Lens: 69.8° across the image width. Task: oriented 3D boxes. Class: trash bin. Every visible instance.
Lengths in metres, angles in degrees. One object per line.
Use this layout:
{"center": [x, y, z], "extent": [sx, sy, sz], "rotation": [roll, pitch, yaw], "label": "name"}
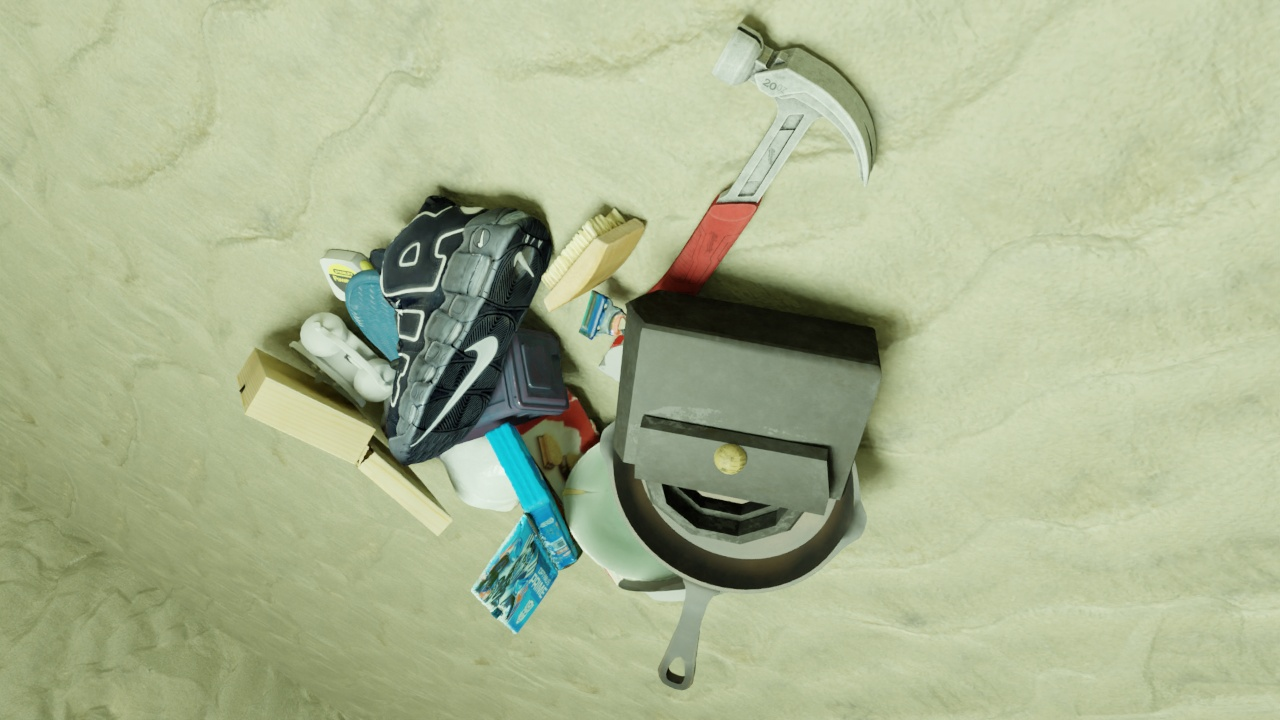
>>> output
{"center": [-0.159, 0.029, 0.907], "extent": [0.161, 0.093, 0.092], "rotation": [-19, 164, 31], "label": "trash bin"}

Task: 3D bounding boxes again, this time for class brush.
{"center": [-0.044, -0.085, 0.778], "extent": [0.039, 0.049, 0.117], "rotation": [56, 142, 3], "label": "brush"}

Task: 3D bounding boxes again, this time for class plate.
{"center": [0.062, 0.241, 1.008], "extent": [0.173, 0.172, 0.019], "rotation": [-12, 86, 41], "label": "plate"}

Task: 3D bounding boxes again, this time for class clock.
{"center": [-0.332, 0.002, 1.020], "extent": [0.120, 0.061, 0.159], "rotation": [45, 162, -18], "label": "clock"}

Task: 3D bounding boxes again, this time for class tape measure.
{"center": [-0.302, -0.086, 0.969], "extent": [0.064, 0.016, 0.065], "rotation": [11, 140, 23], "label": "tape measure"}
{"center": [-0.005, 0.005, 0.878], "extent": [0.060, 0.020, 0.062], "rotation": [31, 143, -3], "label": "tape measure"}

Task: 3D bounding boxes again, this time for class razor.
{"center": [0.016, -0.017, 0.794], "extent": [0.141, 0.018, 0.044], "rotation": [23, 111, 9], "label": "razor"}

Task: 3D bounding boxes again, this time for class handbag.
{"center": [0.074, 0.063, 0.742], "extent": [0.197, 0.102, 0.200], "rotation": [10, 117, 6], "label": "handbag"}

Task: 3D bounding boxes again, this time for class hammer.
{"center": [0.063, -0.101, 0.703], "extent": [0.126, 0.036, 0.317], "rotation": [29, 144, -4], "label": "hammer"}

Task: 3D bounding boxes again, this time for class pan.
{"center": [0.073, 0.161, 0.868], "extent": [0.249, 0.043, 0.357], "rotation": [17, 113, 12], "label": "pan"}

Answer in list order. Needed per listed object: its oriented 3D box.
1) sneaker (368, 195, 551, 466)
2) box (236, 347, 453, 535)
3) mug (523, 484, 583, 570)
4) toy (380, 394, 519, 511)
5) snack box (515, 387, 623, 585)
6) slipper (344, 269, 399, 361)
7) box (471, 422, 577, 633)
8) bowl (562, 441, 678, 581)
{"center": [-0.195, -0.039, 0.819], "extent": [0.151, 0.253, 0.097], "rotation": [31, -169, 22], "label": "sneaker"}
{"center": [-0.347, 0.087, 1.069], "extent": [0.257, 0.076, 0.247], "rotation": [46, 169, -24], "label": "box"}
{"center": [-0.113, 0.192, 1.125], "extent": [0.111, 0.084, 0.081], "rotation": [48, 147, 22], "label": "mug"}
{"center": [-0.215, 0.100, 1.079], "extent": [0.209, 0.085, 0.138], "rotation": [31, 143, 6], "label": "toy"}
{"center": [-0.054, 0.146, 1.026], "extent": [0.044, 0.076, 0.273], "rotation": [42, 162, 51], "label": "snack box"}
{"center": [-0.231, -0.034, 0.952], "extent": [0.104, 0.059, 0.214], "rotation": [11, 154, 10], "label": "slipper"}
{"center": [-0.108, 0.180, 0.935], "extent": [0.075, 0.166, 0.244], "rotation": [1, 155, 4], "label": "box"}
{"center": [0.007, 0.144, 0.987], "extent": [0.174, 0.068, 0.174], "rotation": [0, 102, 1], "label": "bowl"}
